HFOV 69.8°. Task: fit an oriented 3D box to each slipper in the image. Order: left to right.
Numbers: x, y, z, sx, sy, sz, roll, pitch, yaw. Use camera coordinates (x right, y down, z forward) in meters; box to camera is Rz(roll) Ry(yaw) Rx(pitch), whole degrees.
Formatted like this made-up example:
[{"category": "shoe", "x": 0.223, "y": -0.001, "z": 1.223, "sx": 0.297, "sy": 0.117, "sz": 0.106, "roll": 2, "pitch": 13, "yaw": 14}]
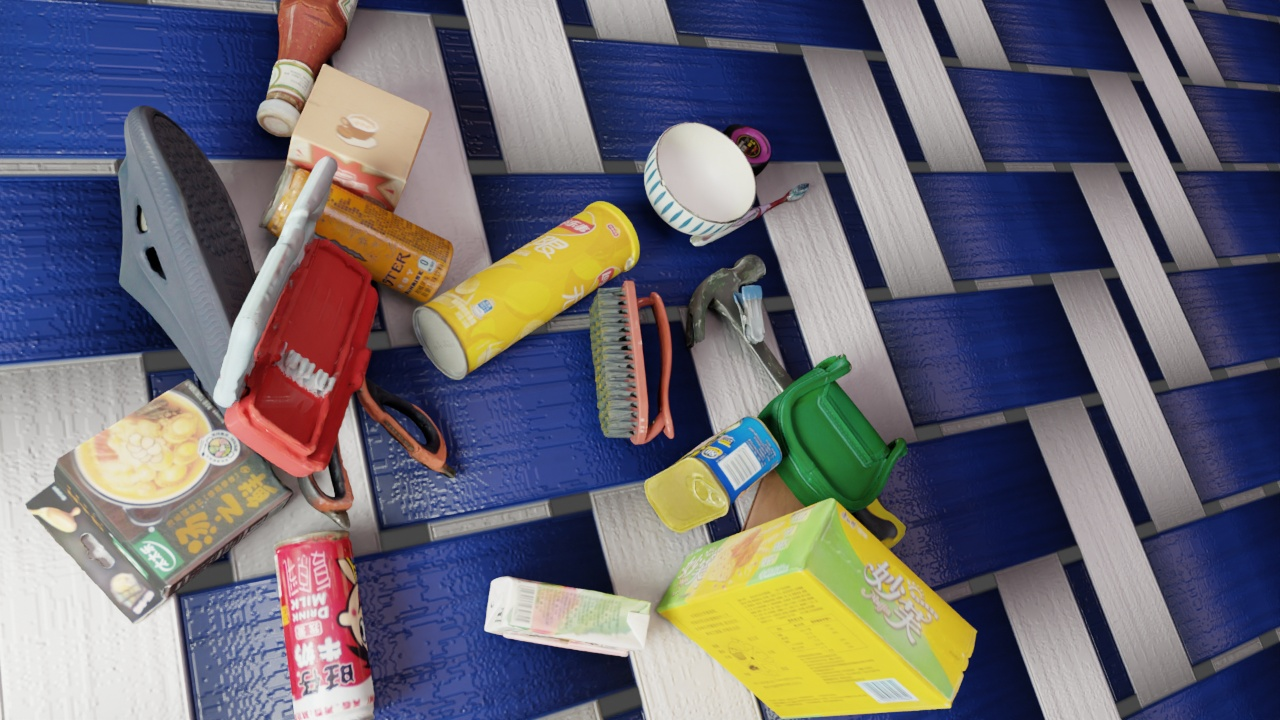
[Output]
[{"category": "slipper", "x": -0.331, "y": -0.054, "z": 0.661, "sx": 0.083, "sy": 0.111, "sz": 0.268, "roll": -21, "pitch": 88, "yaw": -4}]

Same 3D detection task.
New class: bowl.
[{"category": "bowl", "x": 0.053, "y": -0.176, "z": 0.938, "sx": 0.116, "sy": 0.066, "sz": 0.116, "roll": 11, "pitch": 64, "yaw": -24}]

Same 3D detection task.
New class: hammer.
[{"category": "hammer", "x": 0.157, "y": 0.050, "z": 0.919, "sx": 0.125, "sy": 0.032, "sz": 0.323, "roll": -32, "pitch": 86, "yaw": -33}]

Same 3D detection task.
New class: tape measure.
[{"category": "tape measure", "x": 0.112, "y": -0.226, "z": 1.007, "sx": 0.058, "sy": 0.039, "sz": 0.057, "roll": 21, "pitch": 61, "yaw": -13}]

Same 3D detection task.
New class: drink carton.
[{"category": "drink carton", "x": -0.057, "y": 0.204, "z": 0.728, "sx": 0.122, "sy": 0.054, "sz": 0.045, "roll": 17, "pitch": 67, "yaw": -21}]

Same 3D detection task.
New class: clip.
[{"category": "clip", "x": 0.109, "y": -0.044, "z": 0.902, "sx": 0.026, "sy": 0.044, "sz": 0.058, "roll": -2, "pitch": 74, "yaw": -30}]

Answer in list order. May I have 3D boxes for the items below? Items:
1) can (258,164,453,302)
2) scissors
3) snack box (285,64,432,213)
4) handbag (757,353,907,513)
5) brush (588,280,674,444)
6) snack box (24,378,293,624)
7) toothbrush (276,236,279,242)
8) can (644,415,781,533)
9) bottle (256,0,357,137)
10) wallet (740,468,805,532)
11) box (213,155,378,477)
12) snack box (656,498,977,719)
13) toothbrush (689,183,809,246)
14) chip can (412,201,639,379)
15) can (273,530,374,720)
[{"category": "can", "x": -0.230, "y": -0.102, "z": 0.752, "sx": 0.146, "sy": 0.058, "sz": 0.058, "roll": 25, "pitch": 59, "yaw": -27}, {"category": "scissors", "x": -0.227, "y": 0.026, "z": 0.700, "sx": 0.225, "sy": 0.015, "sz": 0.188, "roll": 48, "pitch": 29, "yaw": -15}, {"category": "snack box", "x": -0.239, "y": -0.174, "z": 0.769, "sx": 0.092, "sy": 0.095, "sz": 0.076, "roll": 21, "pitch": 61, "yaw": -19}, {"category": "handbag", "x": 0.180, "y": 0.072, "z": 0.858, "sx": 0.120, "sy": 0.068, "sz": 0.131, "roll": -40, "pitch": 92, "yaw": -22}, {"category": "brush", "x": -0.005, "y": 0.005, "z": 0.834, "sx": 0.069, "sy": 0.063, "sz": 0.145, "roll": -2, "pitch": 71, "yaw": -14}, {"category": "snack box", "x": -0.332, "y": 0.095, "z": 0.639, "sx": 0.113, "sy": 0.053, "sz": 0.125, "roll": 48, "pitch": 51, "yaw": -2}, {"category": "toothbrush", "x": -0.300, "y": -0.047, "z": 0.731, "sx": 0.014, "sy": 0.018, "sz": 0.189, "roll": 10, "pitch": 66, "yaw": -13}, {"category": "can", "x": 0.064, "y": 0.099, "z": 0.808, "sx": 0.083, "sy": 0.102, "sz": 0.057, "roll": -33, "pitch": 86, "yaw": -36}, {"category": "bottle", "x": -0.294, "y": -0.289, "z": 0.812, "sx": 0.059, "sy": 0.060, "sz": 0.205, "roll": 17, "pitch": 63, "yaw": -20}, {"category": "wallet", "x": 0.141, "y": 0.172, "z": 0.861, "sx": 0.101, "sy": 0.020, "sz": 0.115, "roll": 32, "pitch": 62, "yaw": -12}, {"category": "box", "x": -0.237, "y": -0.034, "z": 0.636, "sx": 0.074, "sy": 0.155, "sz": 0.200, "roll": -4, "pitch": 43, "yaw": 3}, {"category": "snack box", "x": 0.131, "y": 0.206, "z": 0.731, "sx": 0.157, "sy": 0.211, "sz": 0.069, "roll": 42, "pitch": 55, "yaw": -7}, {"category": "toothbrush", "x": 0.122, "y": -0.160, "z": 0.996, "sx": 0.187, "sy": 0.017, "sz": 0.016, "roll": -28, "pitch": 83, "yaw": -34}, {"category": "chip can", "x": -0.097, "y": -0.067, "z": 0.812, "sx": 0.212, "sy": 0.072, "sz": 0.072, "roll": -36, "pitch": 88, "yaw": -33}, {"category": "can", "x": -0.223, "y": 0.191, "z": 0.648, "sx": 0.053, "sy": 0.053, "sz": 0.132, "roll": -5, "pitch": 72, "yaw": -29}]
